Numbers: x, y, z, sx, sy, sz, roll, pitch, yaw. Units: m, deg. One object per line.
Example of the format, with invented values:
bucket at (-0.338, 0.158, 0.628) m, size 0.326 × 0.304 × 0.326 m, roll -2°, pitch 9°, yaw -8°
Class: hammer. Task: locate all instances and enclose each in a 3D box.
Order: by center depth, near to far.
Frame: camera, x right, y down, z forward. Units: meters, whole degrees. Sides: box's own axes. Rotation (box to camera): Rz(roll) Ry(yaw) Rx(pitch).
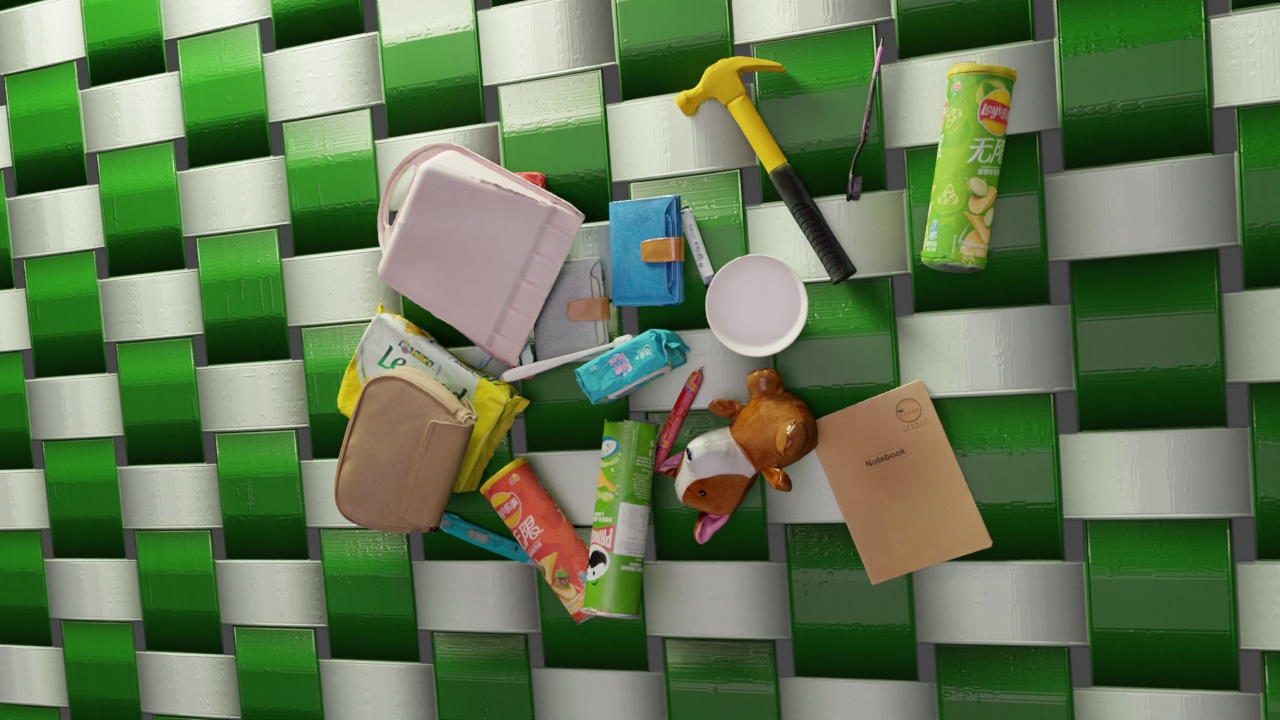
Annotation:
hammer at (0.165, -0.225, 1.081) m, size 0.129 × 0.032 × 0.300 m, roll -32°, pitch 84°, yaw 17°

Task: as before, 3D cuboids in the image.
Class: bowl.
bowl at (0.141, -0.064, 1.082) m, size 0.118 × 0.064 × 0.118 m, roll 1°, pitch 93°, yaw 17°

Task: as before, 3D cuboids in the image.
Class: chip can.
chip can at (0.357, -0.207, 1.004) m, size 0.073 × 0.072 × 0.221 m, roll 8°, pitch 96°, yaw 16°
chip can at (-0.023, 0.190, 1.115) m, size 0.072 × 0.072 × 0.235 m, roll 3°, pitch 79°, yaw 16°
chip can at (-0.117, 0.230, 1.175) m, size 0.073 × 0.073 × 0.216 m, roll -38°, pitch 83°, yaw 15°

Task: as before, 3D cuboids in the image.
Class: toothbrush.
toothbrush at (0.263, -0.277, 1.058) m, size 0.018 × 0.014 × 0.189 m, roll 11°, pitch 96°, yaw 6°
toothbrush at (-0.094, -0.001, 1.150) m, size 0.180 × 0.016 × 0.016 m, roll -16°, pitch 100°, yaw 13°

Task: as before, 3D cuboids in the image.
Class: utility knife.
utility knife at (-0.173, -0.093, 1.186) m, size 0.034 × 0.018 × 0.218 m, roll -19°, pitch 81°, yaw 19°
utility knife at (-0.201, 0.241, 1.231) m, size 0.176 × 0.013 × 0.029 m, roll 18°, pitch 100°, yaw 15°

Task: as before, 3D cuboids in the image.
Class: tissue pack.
tissue pack at (-0.007, 0.007, 1.116) m, size 0.134 × 0.093 × 0.050 m, roll -28°, pitch 81°, yaw 17°

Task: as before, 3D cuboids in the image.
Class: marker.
marker at (0.076, -0.127, 1.122) m, size 0.022 × 0.018 × 0.130 m, roll -19°, pitch 88°, yaw 2°

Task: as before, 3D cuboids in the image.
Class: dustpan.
dustpan at (-0.222, -0.160, 1.191) m, size 0.273 × 0.138 × 0.223 m, roll 28°, pitch 105°, yaw -7°

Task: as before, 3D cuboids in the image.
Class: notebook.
notebook at (0.300, 0.144, 1.077) m, size 0.148 × 0.008 × 0.207 m, roll -23°, pitch 87°, yaw 17°

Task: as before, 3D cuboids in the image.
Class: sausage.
sausage at (0.043, 0.076, 1.144) m, size 0.020 × 0.020 × 0.156 m, roll 26°, pitch 100°, yaw 13°

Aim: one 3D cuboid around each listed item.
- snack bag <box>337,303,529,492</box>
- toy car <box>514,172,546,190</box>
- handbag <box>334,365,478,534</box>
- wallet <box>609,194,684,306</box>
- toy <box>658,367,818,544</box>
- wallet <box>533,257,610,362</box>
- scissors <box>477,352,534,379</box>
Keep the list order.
snack bag at (-0.280, 0.051, 1.211) m, size 0.246 × 0.068 × 0.158 m, roll 33°, pitch 107°, yaw 11°
toy car at (-0.172, -0.219, 1.184) m, size 0.106 × 0.031 × 0.049 m, roll 5°, pitch 94°, yaw 19°
handbag at (-0.290, 0.113, 1.139) m, size 0.148 × 0.099 × 0.205 m, roll 24°, pitch 105°, yaw 6°
wallet at (0.007, -0.133, 1.124) m, size 0.107 × 0.040 × 0.133 m, roll 1°, pitch 95°, yaw 34°
toy at (0.110, 0.111, 1.077) m, size 0.200 × 0.130 × 0.140 m, roll -42°, pitch 48°, yaw 25°
wallet at (-0.090, -0.062, 1.166) m, size 0.107 × 0.037 × 0.130 m, roll -5°, pitch 94°, yaw 17°
scissors at (-0.183, -0.030, 1.208) m, size 0.133 × 0.017 × 0.134 m, roll 34°, pitch 106°, yaw 16°
